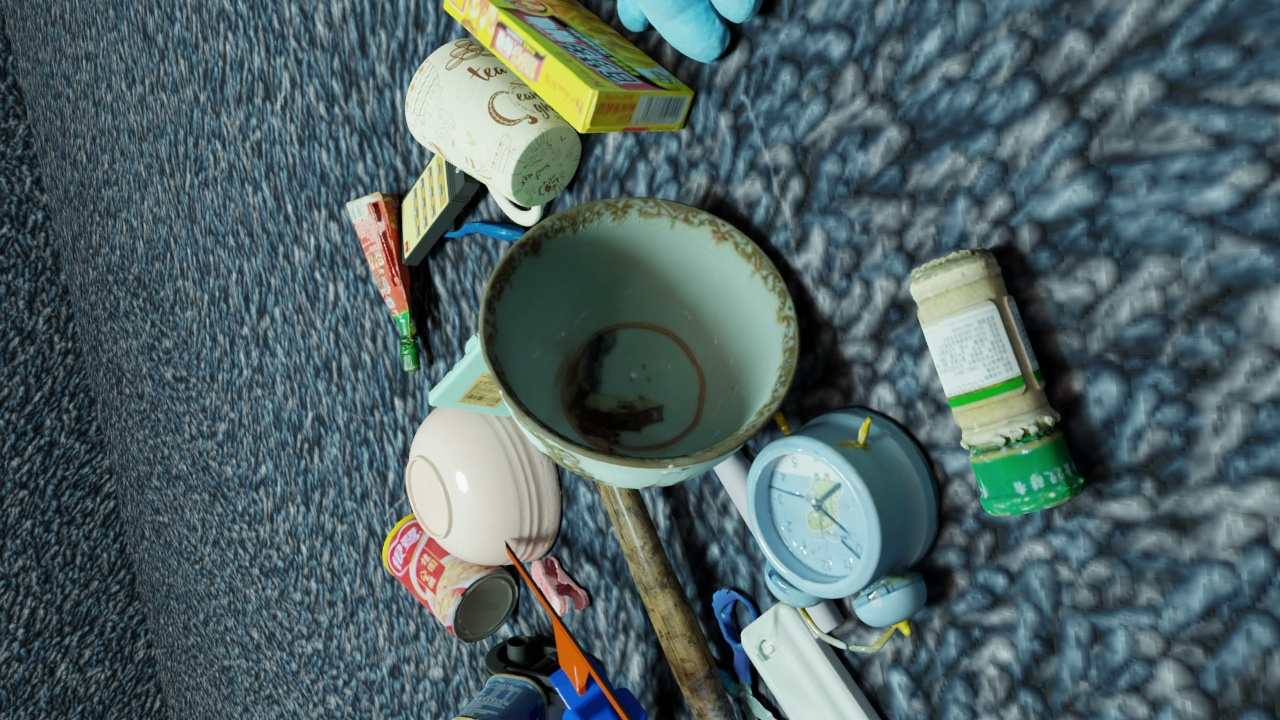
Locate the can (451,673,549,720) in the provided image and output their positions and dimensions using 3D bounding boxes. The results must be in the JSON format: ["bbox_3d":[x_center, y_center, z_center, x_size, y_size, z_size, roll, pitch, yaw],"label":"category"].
[{"bbox_3d":[-0.102,0.292,0.677,0.054,0.058,0.100,0,104,23],"label":"can"}]

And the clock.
[{"bbox_3d":[0.099,0.085,0.459,0.089,0.051,0.124,3,103,48],"label":"clock"}]

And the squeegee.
[{"bbox_3d":[-0.022,0.251,0.619,0.249,0.055,0.185,33,153,58],"label":"squeegee"}]

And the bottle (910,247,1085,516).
[{"bbox_3d":[0.147,0.008,0.385,0.043,0.042,0.110,-25,81,51],"label":"bottle"}]

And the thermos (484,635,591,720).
[{"bbox_3d":[-0.078,0.336,0.745,0.101,0.068,0.230,10,108,35],"label":"thermos"}]

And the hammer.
[{"bbox_3d":[0.013,0.157,0.575,0.120,0.033,0.330,-28,84,51],"label":"hammer"}]

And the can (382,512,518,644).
[{"bbox_3d":[-0.166,0.185,0.796,0.124,0.066,0.067,25,120,43],"label":"can"}]

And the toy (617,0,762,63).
[{"bbox_3d":[-0.015,-0.230,0.463,0.180,0.114,0.184,58,149,3],"label":"toy"}]

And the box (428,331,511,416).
[{"bbox_3d":[-0.082,-0.019,0.613,0.189,0.091,0.077,-36,75,49],"label":"box"}]

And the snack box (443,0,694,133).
[{"bbox_3d":[-0.044,-0.179,0.528,0.152,0.075,0.025,47,132,30],"label":"snack box"}]

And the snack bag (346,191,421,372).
[{"bbox_3d":[-0.216,-0.065,0.796,0.087,0.044,0.155,180,77,-70],"label":"snack bag"}]

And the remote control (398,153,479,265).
[{"bbox_3d":[-0.161,-0.128,0.722,0.134,0.013,0.058,-35,58,49],"label":"remote control"}]

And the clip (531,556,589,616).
[{"bbox_3d":[-0.067,0.175,0.701,0.060,0.043,0.023,27,118,27],"label":"clip"}]

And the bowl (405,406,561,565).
[{"bbox_3d":[-0.136,0.097,0.726,0.153,0.076,0.153,20,116,46],"label":"bowl"}]

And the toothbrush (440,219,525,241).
[{"bbox_3d":[-0.122,-0.099,0.692,0.132,0.021,0.016,12,106,52],"label":"toothbrush"}]

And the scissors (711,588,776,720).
[{"bbox_3d":[0.065,0.198,0.565,0.130,0.014,0.117,41,128,36],"label":"scissors"}]

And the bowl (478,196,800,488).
[{"bbox_3d":[-0.003,0.003,0.493,0.160,0.159,0.094,56,160,22],"label":"bowl"}]

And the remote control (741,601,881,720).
[{"bbox_3d":[0.104,0.199,0.506,0.133,0.022,0.050,55,130,21],"label":"remote control"}]

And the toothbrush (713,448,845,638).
[{"bbox_3d":[0.059,0.070,0.529,0.019,0.018,0.188,-45,67,35],"label":"toothbrush"}]

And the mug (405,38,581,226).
[{"bbox_3d":[-0.092,-0.138,0.615,0.097,0.080,0.122,42,152,25],"label":"mug"}]
